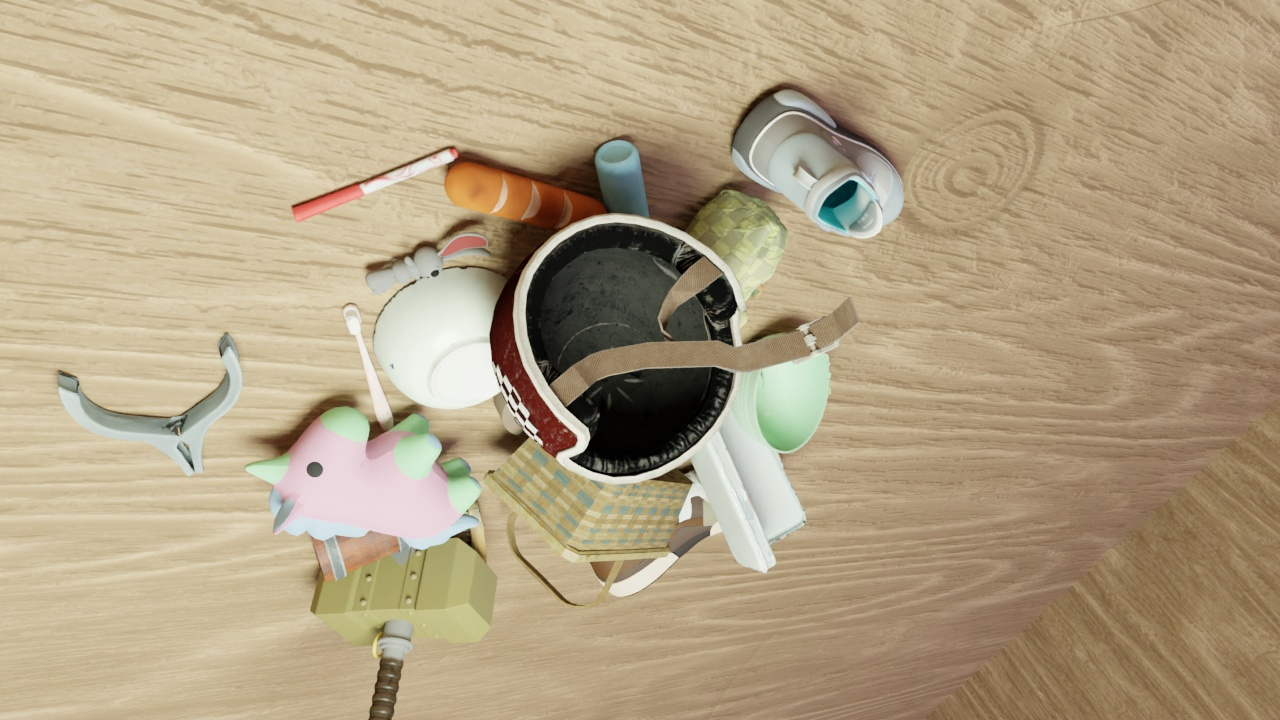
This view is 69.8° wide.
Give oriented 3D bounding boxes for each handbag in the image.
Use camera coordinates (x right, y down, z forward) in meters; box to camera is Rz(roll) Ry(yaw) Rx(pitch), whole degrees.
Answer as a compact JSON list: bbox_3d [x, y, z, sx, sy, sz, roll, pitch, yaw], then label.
[{"bbox_3d":[0.082,-0.081,0.951,0.187,0.113,0.116,-49,147,19],"label":"handbag"}]

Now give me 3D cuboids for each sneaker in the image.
[{"bbox_3d":[0.212,-0.161,0.910,0.256,0.160,0.093,17,121,-42],"label":"sneaker"},{"bbox_3d":[0.045,0.188,1.243,0.294,0.111,0.116,-34,119,2],"label":"sneaker"}]

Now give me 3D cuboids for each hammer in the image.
[{"bbox_3d":[-0.276,0.366,0.990,0.190,0.324,0.101,-5,143,11],"label":"hammer"}]

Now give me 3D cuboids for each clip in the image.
[{"bbox_3d":[-0.399,0.029,0.811,0.164,0.031,0.169,-32,143,3],"label":"clip"}]

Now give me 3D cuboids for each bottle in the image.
[{"bbox_3d":[-0.013,-0.146,0.870,0.040,0.040,0.130,-24,141,-10],"label":"bottle"}]

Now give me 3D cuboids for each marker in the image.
[{"bbox_3d":[-0.217,-0.146,0.755,0.142,0.012,0.013,-24,141,-10],"label":"marker"}]

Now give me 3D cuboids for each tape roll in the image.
[{"bbox_3d":[-0.113,0.041,1.014,0.093,0.030,0.094,-18,140,-16],"label":"tape roll"}]

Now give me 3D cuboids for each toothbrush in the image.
[{"bbox_3d":[-0.263,0.015,0.896,0.015,0.018,0.181,-13,140,-12],"label":"toothbrush"}]

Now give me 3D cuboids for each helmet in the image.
[{"bbox_3d":[-0.007,-0.014,0.799,0.233,0.234,0.254,-41,174,-16],"label":"helmet"}]

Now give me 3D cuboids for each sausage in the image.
[{"bbox_3d":[-0.100,-0.141,0.814,0.164,0.044,0.039,9,101,-40],"label":"sausage"}]

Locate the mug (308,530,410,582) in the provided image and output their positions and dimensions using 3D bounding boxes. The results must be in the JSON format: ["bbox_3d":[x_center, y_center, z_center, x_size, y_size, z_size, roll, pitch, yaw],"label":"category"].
[{"bbox_3d":[-0.304,0.169,0.999,0.111,0.081,0.117,-18,116,-23],"label":"mug"}]

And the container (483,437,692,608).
[{"bbox_3d":[-0.068,0.181,1.065,0.186,0.157,0.249,-57,152,8],"label":"container"}]

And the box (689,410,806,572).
[{"bbox_3d":[0.131,0.152,1.154,0.129,0.210,0.105,-30,-174,-8],"label":"box"}]

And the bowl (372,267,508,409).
[{"bbox_3d":[-0.173,-0.009,0.886,0.153,0.073,0.154,-19,140,-18],"label":"bowl"}]

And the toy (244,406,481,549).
[{"bbox_3d":[-0.268,0.134,0.928,0.171,0.120,0.222,-39,125,-6],"label":"toy"}]

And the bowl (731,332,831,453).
[{"bbox_3d":[0.161,0.034,1.135,0.150,0.077,0.151,-11,106,-43],"label":"bowl"}]

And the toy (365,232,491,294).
[{"bbox_3d":[-0.191,-0.088,0.822,0.111,0.030,0.049,-22,170,-8],"label":"toy"}]

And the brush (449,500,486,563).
[{"bbox_3d":[-0.217,0.244,1.144,0.043,0.059,0.196,-5,134,-17],"label":"brush"}]
